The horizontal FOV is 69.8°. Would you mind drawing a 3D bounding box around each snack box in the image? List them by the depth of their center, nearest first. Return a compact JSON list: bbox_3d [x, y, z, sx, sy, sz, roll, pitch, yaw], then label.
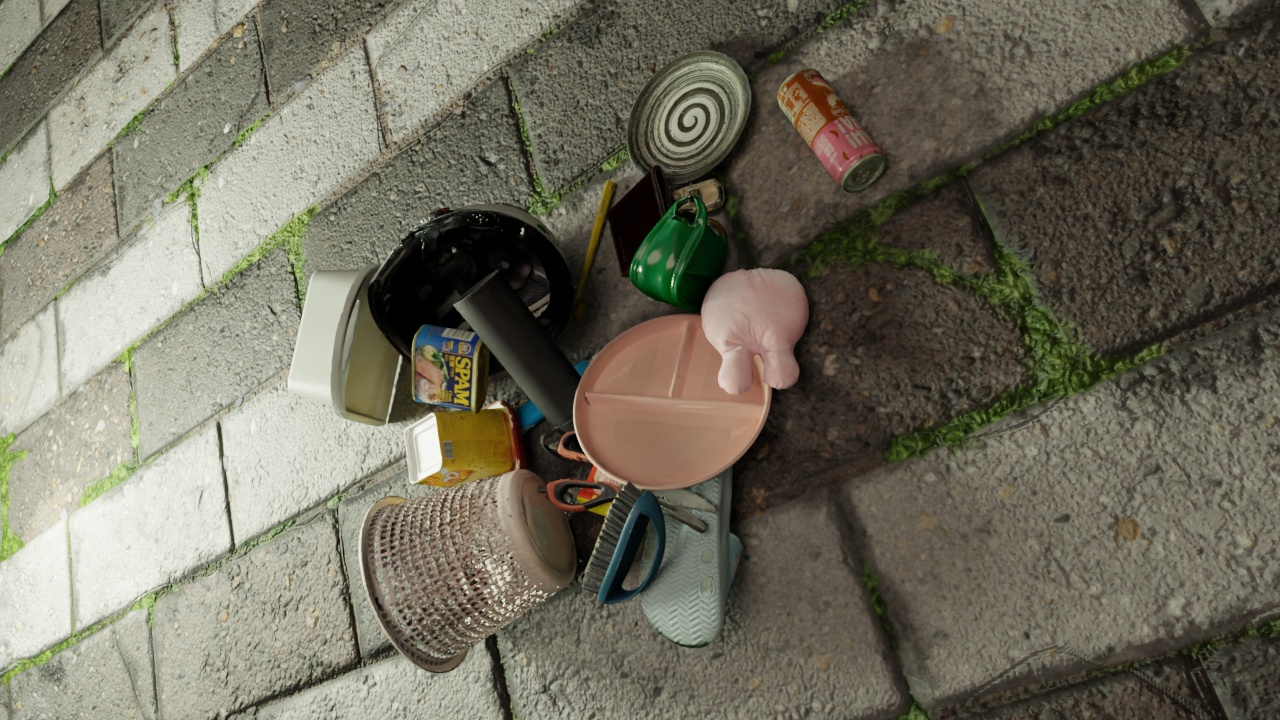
[{"bbox_3d":[-0.017,0.148,1.077,0.091,0.082,0.080,13,79,28],"label":"snack box"}]

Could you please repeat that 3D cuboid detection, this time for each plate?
[{"bbox_3d":[0.036,0.047,1.043,0.230,0.028,0.229,-8,55,12],"label":"plate"},{"bbox_3d":[0.061,-0.299,1.145,0.180,0.024,0.179,-11,70,30],"label":"plate"}]

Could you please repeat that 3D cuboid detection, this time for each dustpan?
[{"bbox_3d":[-0.358,-0.020,1.231,0.143,0.257,0.222,9,85,29],"label":"dustpan"}]

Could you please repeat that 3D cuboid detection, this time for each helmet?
[{"bbox_3d":[-0.205,-0.101,1.191,0.275,0.230,0.156,-34,21,21],"label":"helmet"}]

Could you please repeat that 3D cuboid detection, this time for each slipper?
[{"bbox_3d":[0.063,0.196,1.023,0.104,0.074,0.244,-9,60,32],"label":"slipper"}]

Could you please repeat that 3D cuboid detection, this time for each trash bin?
[{"bbox_3d":[-0.193,0.235,1.109,0.192,0.227,0.227,-26,67,13],"label":"trash bin"}]

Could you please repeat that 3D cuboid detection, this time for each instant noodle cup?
[{"bbox_3d":[-0.229,0.115,1.183,0.116,0.123,0.116,-27,67,39],"label":"instant noodle cup"}]

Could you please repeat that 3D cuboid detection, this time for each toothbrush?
[{"bbox_3d":[-0.060,-0.143,1.201,0.017,0.015,0.190,14,88,29],"label":"toothbrush"}]

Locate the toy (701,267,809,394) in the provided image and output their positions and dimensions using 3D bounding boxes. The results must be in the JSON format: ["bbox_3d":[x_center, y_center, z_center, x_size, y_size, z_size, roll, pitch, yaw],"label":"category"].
[{"bbox_3d":[0.126,-0.034,1.017,0.121,0.054,0.159,-6,60,16],"label":"toy"}]

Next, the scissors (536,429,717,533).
[{"bbox_3d":[-0.022,0.147,1.026,0.204,0.015,0.202,-28,55,6],"label":"scissors"}]

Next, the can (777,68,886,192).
[{"bbox_3d":[0.211,-0.258,1.023,0.058,0.057,0.147,-39,62,20],"label":"can"}]

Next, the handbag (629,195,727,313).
[{"bbox_3d":[0.050,-0.121,1.058,0.068,0.131,0.120,24,89,22],"label":"handbag"}]

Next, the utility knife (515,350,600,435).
[{"bbox_3d":[-0.087,0.026,1.179,0.217,0.018,0.034,-38,60,24],"label":"utility knife"}]

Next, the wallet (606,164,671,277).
[{"bbox_3d":[0.000,-0.171,1.138,0.123,0.020,0.096,-35,59,54],"label":"wallet"}]

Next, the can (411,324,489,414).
[{"bbox_3d":[-0.234,0.010,1.134,0.083,0.057,0.102,9,119,3],"label":"can"}]

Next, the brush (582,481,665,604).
[{"bbox_3d":[-0.012,0.202,0.977,0.073,0.055,0.144,29,114,18],"label":"brush"}]

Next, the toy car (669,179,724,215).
[{"bbox_3d":[0.059,-0.193,1.123,0.091,0.035,0.042,-15,74,28],"label":"toy car"}]

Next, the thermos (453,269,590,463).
[{"bbox_3d":[-0.129,0.014,1.094,0.089,0.242,0.069,-42,14,-23],"label":"thermos"}]
